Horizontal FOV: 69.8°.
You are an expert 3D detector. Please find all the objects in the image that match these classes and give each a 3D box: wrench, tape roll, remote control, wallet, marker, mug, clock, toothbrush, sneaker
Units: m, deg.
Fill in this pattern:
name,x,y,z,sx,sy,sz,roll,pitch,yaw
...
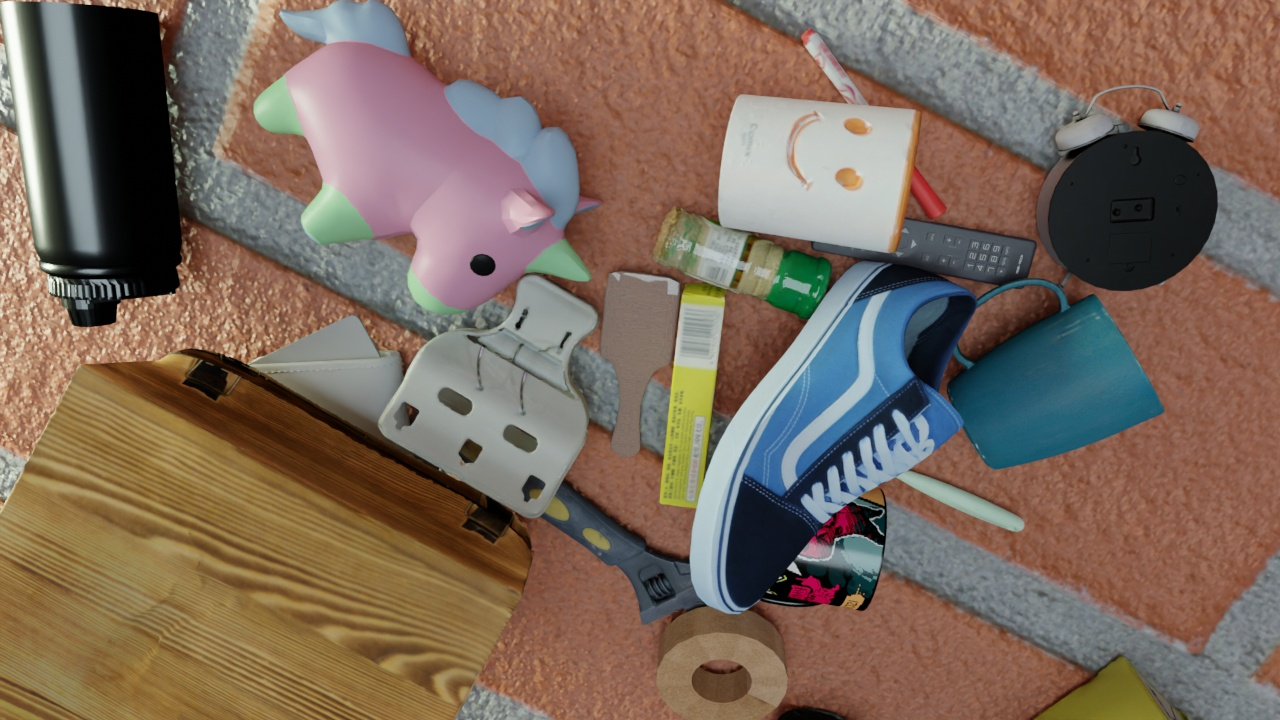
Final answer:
name,x,y,z,sx,sy,sz,roll,pitch,yaw
wrench,-0.039,0.117,0.660,0.273,0.022,0.073,38,107,-5
tape roll,0.059,0.222,0.665,0.094,0.027,0.094,2,118,3
remote control,0.179,-0.074,0.587,0.136,0.015,0.032,11,106,6
wallet,-0.225,0.025,0.649,0.118,0.037,0.115,-3,105,4
marker,0.145,-0.147,0.572,0.013,0.012,0.142,-37,98,14
mug,0.106,-0.112,0.544,0.105,0.082,0.082,10,106,13
clock,0.292,-0.103,0.556,0.094,0.035,0.123,-3,104,7
mug,0.103,0.130,0.625,0.098,0.081,0.118,10,134,3
toothbrush,0.191,0.084,0.629,0.155,0.015,0.022,22,141,1
sneaker,0.119,0.044,0.528,0.241,0.098,0.083,-57,132,-15
mug,0.244,0.006,0.571,0.104,0.084,0.112,-31,87,22

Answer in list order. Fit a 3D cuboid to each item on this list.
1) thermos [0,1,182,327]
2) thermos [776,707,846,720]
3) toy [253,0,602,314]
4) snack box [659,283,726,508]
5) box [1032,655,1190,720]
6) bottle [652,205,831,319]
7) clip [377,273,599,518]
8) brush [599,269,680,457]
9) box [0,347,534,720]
name,x,y,z,sx,sy,sz,roll,pitch,yaw
thermos,-0.350,-0.122,0.596,0.086,0.086,0.199,3,106,5
thermos,0.113,0.375,0.682,0.098,0.098,0.221,10,103,4
toy,-0.130,-0.130,0.563,0.171,0.120,0.222,-20,98,16
snack box,0.035,0.024,0.617,0.029,0.040,0.148,7,106,5
box,0.286,0.320,0.630,0.079,0.124,0.221,43,104,-4
bottle,0.064,-0.063,0.589,0.111,0.043,0.043,20,106,2
clip,-0.087,0.015,0.626,0.126,0.101,0.152,30,75,-5
brush,-0.004,0.004,0.631,0.050,0.015,0.136,8,112,4
box,-0.236,0.150,0.587,0.279,0.192,0.251,29,92,-1
